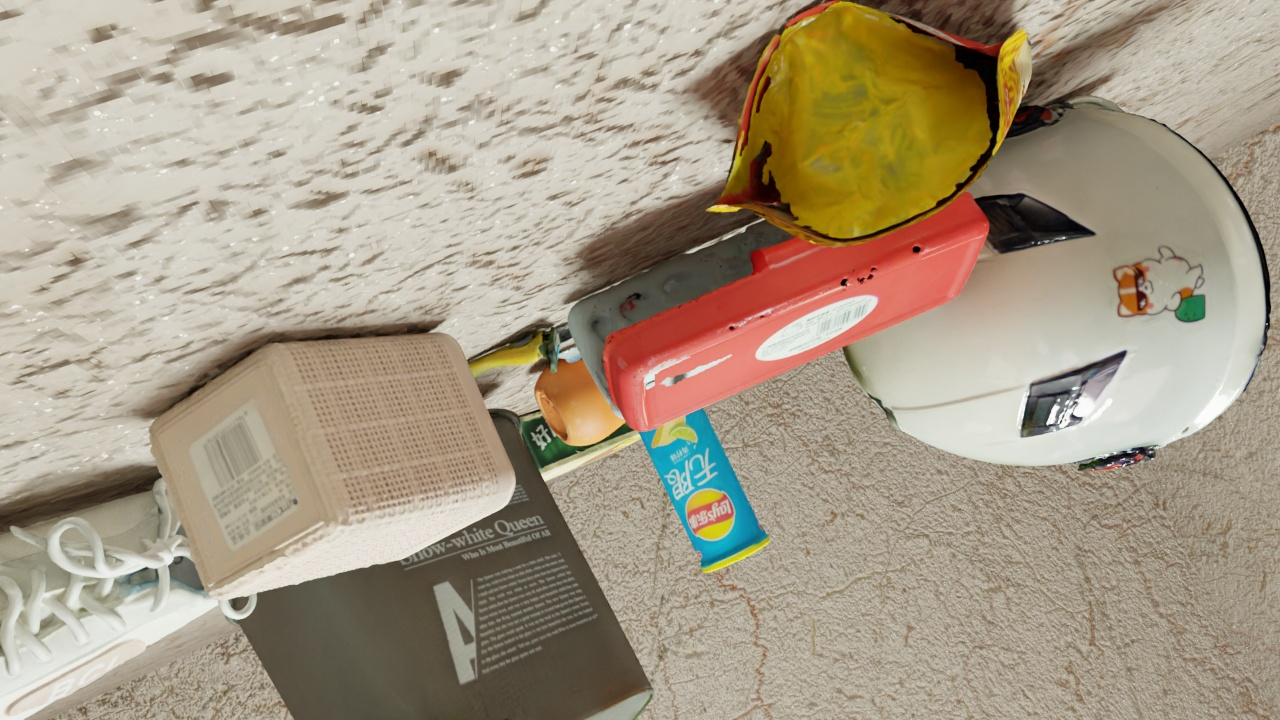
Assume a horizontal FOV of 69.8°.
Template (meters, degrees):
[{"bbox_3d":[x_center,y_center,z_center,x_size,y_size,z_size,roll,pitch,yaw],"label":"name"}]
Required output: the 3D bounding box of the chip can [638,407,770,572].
[{"bbox_3d":[0.047,0.094,0.887,0.071,0.210,0.071,-25,173,-3],"label":"chip can"}]

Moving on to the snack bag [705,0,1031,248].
[{"bbox_3d":[0.099,-0.091,0.368,0.129,0.073,0.207,-29,180,23],"label":"snack bag"}]

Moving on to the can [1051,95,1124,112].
[{"bbox_3d":[0.291,-0.137,0.641,0.066,0.066,0.094,-25,173,-6],"label":"can"}]

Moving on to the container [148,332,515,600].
[{"bbox_3d":[-0.129,0.043,0.389,0.090,0.090,0.110,-28,170,21],"label":"container"}]

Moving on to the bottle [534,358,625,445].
[{"bbox_3d":[-0.004,0.004,0.681,0.149,0.066,0.067,-31,176,-20],"label":"bottle"}]

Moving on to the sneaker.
[{"bbox_3d":[-0.245,0.107,0.409,0.091,0.089,0.241,-12,-175,30],"label":"sneaker"}]

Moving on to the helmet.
[{"bbox_3d":[0.217,-0.031,0.579,0.156,0.230,0.274,-18,-176,-11],"label":"helmet"}]

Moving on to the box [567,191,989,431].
[{"bbox_3d":[0.063,-0.047,0.477,0.201,0.100,0.094,-23,151,-9],"label":"box"}]

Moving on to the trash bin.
[{"bbox_3d":[-0.126,0.178,0.591,0.198,0.219,0.199,-10,139,-42],"label":"trash bin"}]

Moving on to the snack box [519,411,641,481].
[{"bbox_3d":[-0.079,0.086,0.989,0.115,0.063,0.239,-30,172,35],"label":"snack box"}]

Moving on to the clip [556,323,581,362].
[{"bbox_3d":[-0.045,-0.011,0.584,0.026,0.037,0.058,-25,176,7],"label":"clip"}]

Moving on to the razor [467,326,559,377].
[{"bbox_3d":[-0.106,0.020,0.539,0.133,0.028,0.043,-30,-160,7],"label":"razor"}]
